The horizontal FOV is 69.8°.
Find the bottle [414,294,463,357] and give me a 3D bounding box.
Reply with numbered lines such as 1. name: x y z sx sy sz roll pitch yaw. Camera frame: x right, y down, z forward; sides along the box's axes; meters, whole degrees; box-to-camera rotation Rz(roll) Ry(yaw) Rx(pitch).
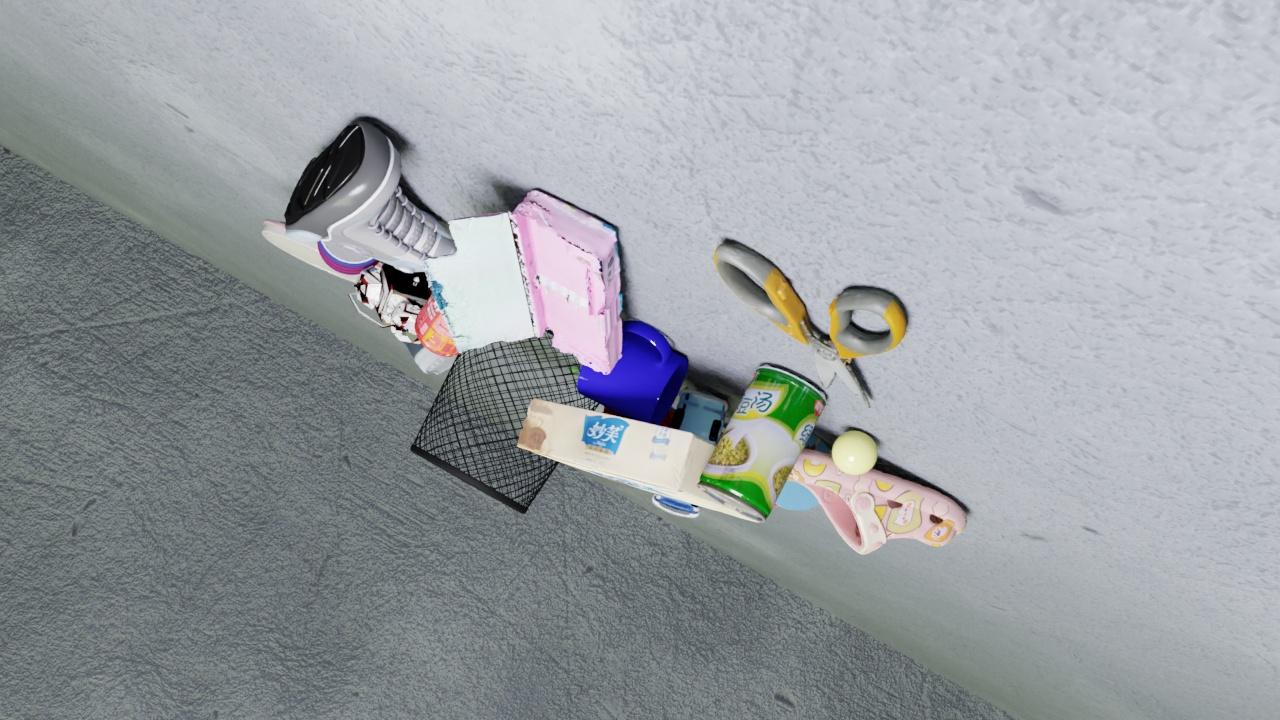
1. bottle: -0.175 -0.063 0.925 0.062 0.061 0.138 33 131 -16

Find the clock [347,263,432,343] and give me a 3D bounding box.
1. clock: -0.250 -0.073 1.020 0.114 0.065 0.154 41 -148 19

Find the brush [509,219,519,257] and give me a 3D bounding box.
1. brush: -0.075 -0.082 0.822 0.126 0.017 0.048 35 167 -26

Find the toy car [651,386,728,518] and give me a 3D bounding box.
1. toy car: 0.056 0.100 1.012 0.056 0.154 0.054 17 -157 10

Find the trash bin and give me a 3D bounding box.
1. trash bin: -0.139 0.044 1.022 0.184 0.210 0.184 28 168 6

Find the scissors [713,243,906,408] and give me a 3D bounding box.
1. scissors: 0.137 -0.011 0.633 0.175 0.016 0.225 18 164 44

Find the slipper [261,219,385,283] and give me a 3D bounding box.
1. slipper: -0.322 -0.123 1.128 0.274 0.054 0.114 21 167 -17

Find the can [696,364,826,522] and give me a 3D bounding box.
1. can: 0.104 0.070 0.784 0.067 0.120 0.067 28 168 7

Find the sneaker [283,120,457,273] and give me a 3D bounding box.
1. sneaker: -0.224 -0.131 0.834 0.160 0.093 0.257 26 170 -29

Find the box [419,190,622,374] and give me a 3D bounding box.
1. box: -0.092 -0.062 0.773 0.161 0.061 0.231 9 157 3

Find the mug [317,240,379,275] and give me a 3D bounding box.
1. mug: -0.332 -0.153 1.022 0.112 0.074 0.076 58 163 -8

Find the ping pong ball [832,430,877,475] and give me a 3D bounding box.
1. ping pong ball: 0.193 0.083 0.828 0.040 0.040 0.040 28 168 6

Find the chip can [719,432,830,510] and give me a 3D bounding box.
1. chip can: 0.129 0.121 1.023 0.087 0.087 0.214 32 167 -11

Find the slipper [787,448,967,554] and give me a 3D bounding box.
1. slipper: 0.217 0.145 0.891 0.197 0.081 0.093 22 173 -11

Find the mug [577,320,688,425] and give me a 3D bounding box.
1. mug: -0.005 0.005 0.906 0.083 0.079 0.111 26 139 14

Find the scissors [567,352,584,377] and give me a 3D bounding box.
1. scissors: -0.040 0.027 1.196 0.172 0.021 0.173 12 156 42

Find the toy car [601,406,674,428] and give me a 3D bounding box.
1. toy car: -0.005 0.076 1.145 0.062 0.070 0.170 2 156 29

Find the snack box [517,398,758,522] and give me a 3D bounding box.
1. snack box: 0.004 0.097 0.902 0.208 0.055 0.153 9 168 40

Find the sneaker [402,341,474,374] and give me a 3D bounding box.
1. sneaker: -0.277 -0.038 1.264 0.087 0.089 0.235 52 -178 -1
